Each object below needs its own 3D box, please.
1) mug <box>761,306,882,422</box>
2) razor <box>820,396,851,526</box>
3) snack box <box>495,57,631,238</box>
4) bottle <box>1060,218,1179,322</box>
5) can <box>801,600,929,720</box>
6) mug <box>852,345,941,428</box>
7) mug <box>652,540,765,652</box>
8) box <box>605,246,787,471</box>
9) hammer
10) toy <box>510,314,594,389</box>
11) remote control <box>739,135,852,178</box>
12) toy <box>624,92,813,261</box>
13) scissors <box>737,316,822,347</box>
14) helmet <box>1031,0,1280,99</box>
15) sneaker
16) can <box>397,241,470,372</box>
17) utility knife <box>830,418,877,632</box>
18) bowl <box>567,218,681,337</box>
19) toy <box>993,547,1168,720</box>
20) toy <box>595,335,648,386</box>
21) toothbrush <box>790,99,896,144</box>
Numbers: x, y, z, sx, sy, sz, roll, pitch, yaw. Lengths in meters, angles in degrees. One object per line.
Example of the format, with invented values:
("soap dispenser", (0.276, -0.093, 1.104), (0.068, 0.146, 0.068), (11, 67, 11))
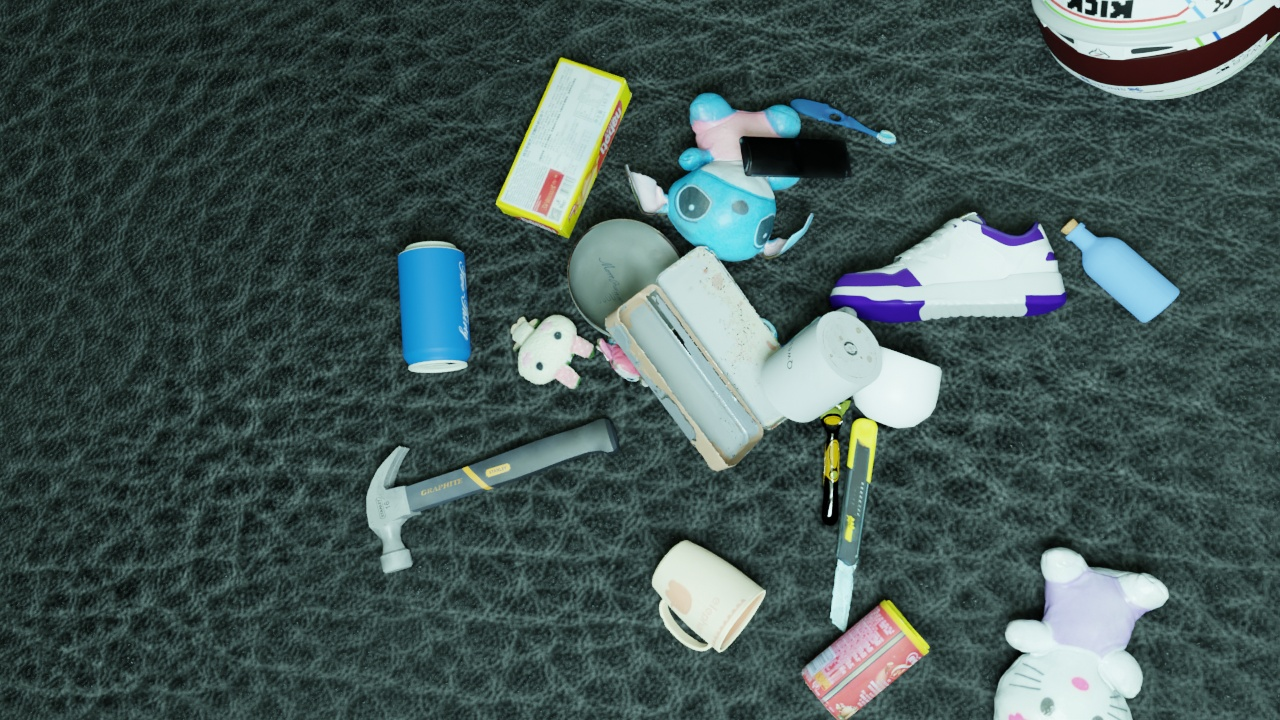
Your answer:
("mug", (0.195, -0.005, 0.971), (0.083, 0.097, 0.119), (33, 52, -11))
("razor", (0.211, 0.111, 1.017), (0.044, 0.021, 0.144), (2, 88, -12))
("snack box", (-0.093, -0.259, 1.115), (0.092, 0.042, 0.200), (22, 87, 13))
("bottle", (0.506, -0.102, 0.981), (0.048, 0.048, 0.131), (-44, 77, 2))
("can", (0.234, 0.315, 0.963), (0.124, 0.066, 0.066), (-41, 77, 2))
("mug", (0.259, 0.025, 0.992), (0.124, 0.090, 0.076), (23, 97, 30))
("mug", (0.064, 0.262, 1.001), (0.104, 0.085, 0.112), (37, 119, 22))
("box", (0.077, -0.002, 1.013), (0.156, 0.071, 0.216), (-38, 94, -6))
("hammer", (-0.174, 0.139, 1.080), (0.313, 0.035, 0.139), (-18, 78, 7))
("toy", (-0.111, -0.014, 1.084), (0.112, 0.050, 0.087), (33, 89, 7))
("remote control", (0.175, -0.225, 1.016), (0.140, 0.021, 0.045), (-4, 81, -26))
("toy", (0.092, -0.211, 1.043), (0.224, 0.099, 0.191), (14, 77, -8))
("scissors", (0.161, -0.008, 1.051), (0.125, 0.014, 0.130), (-45, 81, 3))
("helmet", (0.528, -0.379, 0.919), (0.231, 0.236, 0.314), (28, 73, 36))
("sneaker", (0.329, -0.105, 0.995), (0.244, 0.092, 0.111), (-2, 80, 6))
("can", (-0.246, -0.063, 1.096), (0.079, 0.079, 0.146), (-7, 81, 9))
("utility knife", (0.233, 0.180, 1.008), (0.029, 0.020, 0.233), (7, 85, 13))
("bowl", (-0.022, -0.084, 1.056), (0.150, 0.057, 0.150), (7, 73, -24))
("toy", (0.432, 0.300, 0.921), (0.138, 0.085, 0.209), (17, 84, 14))
("toy", (-0.006, 0.006, 1.059), (0.102, 0.065, 0.050), (32, 121, 10))
("toothbrush", (0.236, -0.280, 1.071), (0.132, 0.016, 0.021), (24, 86, 12))
